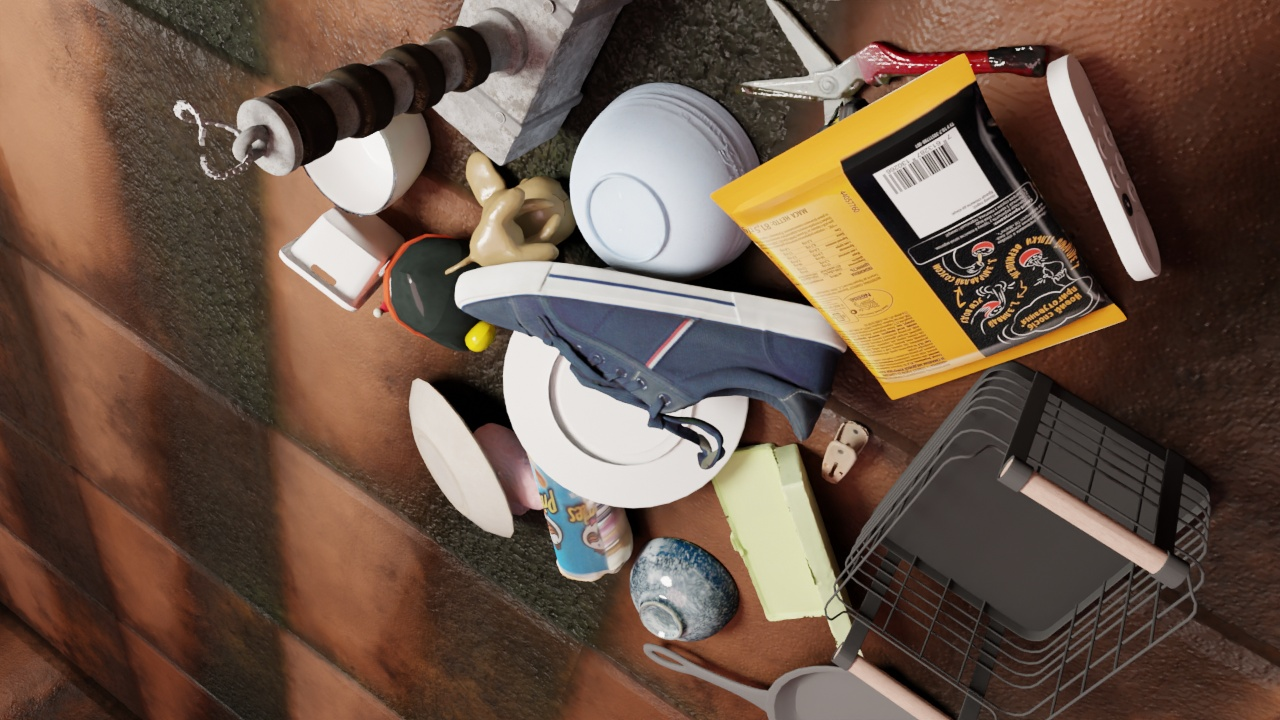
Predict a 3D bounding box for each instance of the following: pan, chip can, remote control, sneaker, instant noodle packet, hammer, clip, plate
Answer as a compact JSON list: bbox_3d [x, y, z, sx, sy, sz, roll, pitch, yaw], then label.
[{"bbox_3d":[0.162,0.346,0.911,0.355,0.024,0.217,15,128,26],"label":"pan"},{"bbox_3d":[-0.064,0.099,0.863,0.080,0.079,0.230,7,123,31],"label":"chip can"},{"bbox_3d":[0.260,-0.106,0.513,0.013,0.043,0.136,-19,108,42],"label":"remote control"},{"bbox_3d":[-0.004,0.004,0.679,0.295,0.120,0.127,12,85,11],"label":"sneaker"},{"bbox_3d":[0.172,-0.063,0.562,0.160,0.032,0.220,-24,127,35],"label":"instant noodle packet"},{"bbox_3d":[-0.130,-0.169,0.544,0.079,0.325,0.177,41,135,4],"label":"hammer"},{"bbox_3d":[0.156,0.079,0.719,0.024,0.041,0.061,29,127,18],"label":"clip"},{"bbox_3d":[-0.016,0.027,0.758,0.209,0.015,0.209,3,106,11],"label":"plate"},{"bbox_3d":[-0.193,0.107,0.940,0.189,0.027,0.189,43,151,30],"label":"plate"}]

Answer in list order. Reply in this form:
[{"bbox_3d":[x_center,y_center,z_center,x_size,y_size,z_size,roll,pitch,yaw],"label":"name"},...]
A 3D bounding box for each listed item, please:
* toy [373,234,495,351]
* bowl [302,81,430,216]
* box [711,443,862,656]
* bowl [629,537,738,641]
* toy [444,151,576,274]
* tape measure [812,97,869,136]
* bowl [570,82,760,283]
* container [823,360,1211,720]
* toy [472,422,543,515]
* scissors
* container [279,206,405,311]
[{"bbox_3d":[-0.183,-0.066,0.821,0.099,0.097,0.119,19,177,-34],"label":"toy"},{"bbox_3d":[-0.233,-0.189,0.785,0.116,0.065,0.116,18,129,24],"label":"bowl"},{"bbox_3d":[0.133,0.158,0.787,0.130,0.064,0.188,8,126,56],"label":"box"},{"bbox_3d":[0.032,0.236,0.901,0.114,0.060,0.114,19,130,25],"label":"bowl"},{"bbox_3d":[-0.098,-0.105,0.728,0.106,0.108,0.134,-26,105,15],"label":"toy"},{"bbox_3d":[0.132,-0.122,0.574,0.067,0.038,0.063,48,135,-1],"label":"tape measure"},{"bbox_3d":[0.007,-0.116,0.663,0.151,0.074,0.151,18,128,24],"label":"bowl"},{"bbox_3d":[0.249,0.139,0.631,0.163,0.130,0.242,33,133,11],"label":"container"},{"bbox_3d":[-0.135,0.118,0.943,0.108,0.053,0.105,42,144,9],"label":"toy"},{"bbox_3d":[0.153,-0.148,0.579,0.199,0.015,0.179,4,122,34],"label":"scissors"},{"bbox_3d":[-0.261,-0.101,0.828,0.080,0.129,0.050,40,104,-14],"label":"container"}]
